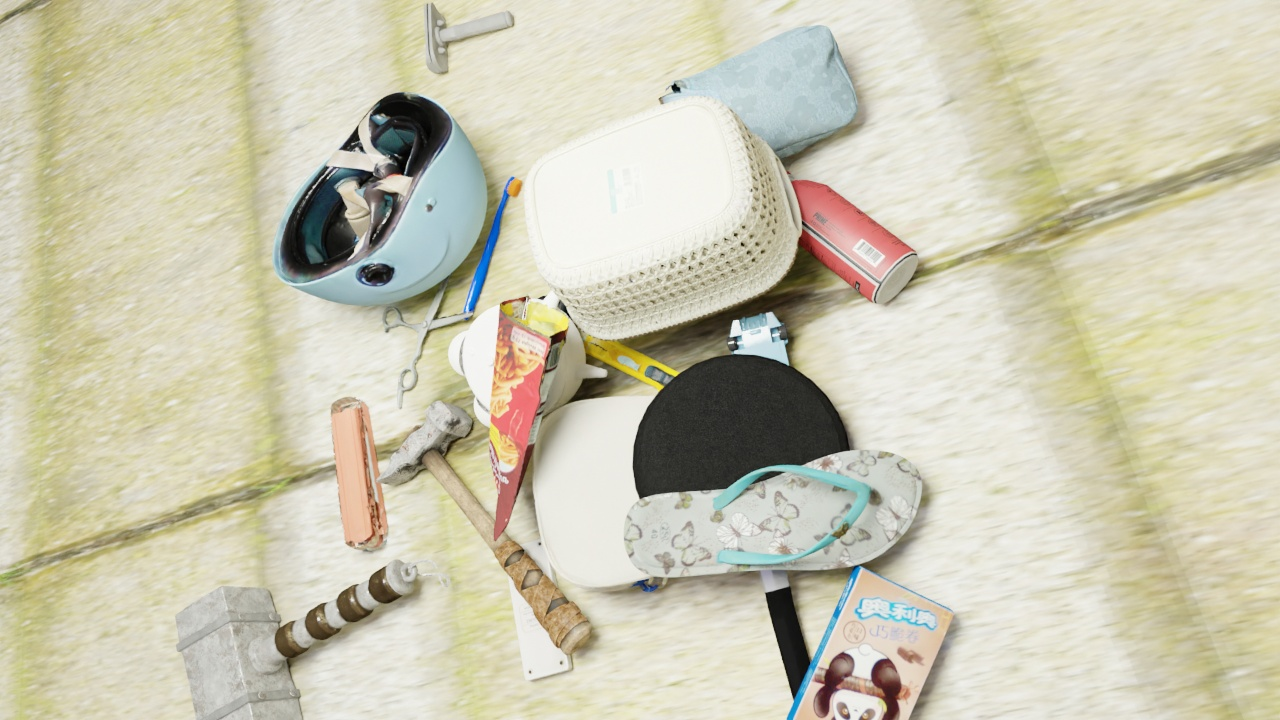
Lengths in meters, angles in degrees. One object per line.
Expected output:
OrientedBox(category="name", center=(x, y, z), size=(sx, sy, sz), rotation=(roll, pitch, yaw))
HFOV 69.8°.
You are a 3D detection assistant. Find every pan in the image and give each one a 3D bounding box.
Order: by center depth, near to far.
OrientedBox(category="pan", center=(0.113, 0.163, 0.835), size=(0.204, 0.044, 0.355), rotation=(-14, 77, -4))

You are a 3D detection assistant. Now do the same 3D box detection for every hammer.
OrientedBox(category="hammer", center=(-0.160, 0.179, 0.964), size=(0.121, 0.049, 0.319), rotation=(-50, 61, 6))
OrientedBox(category="hammer", center=(-0.353, 0.288, 1.002), size=(0.327, 0.079, 0.176), rotation=(-31, 66, 12))

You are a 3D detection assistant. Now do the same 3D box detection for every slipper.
OrientedBox(category="slipper", center=(0.119, 0.140, 0.791), size=(0.269, 0.055, 0.098), rotation=(-11, 80, -2))

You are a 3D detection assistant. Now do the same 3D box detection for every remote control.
OrientedBox(category="remote control", center=(-0.106, 0.255, 0.945), size=(0.050, 0.011, 0.135), rotation=(-21, 67, 16))

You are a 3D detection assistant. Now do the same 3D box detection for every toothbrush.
OrientedBox(category="toothbrush", center=(-0.175, -0.133, 1.082), size=(0.018, 0.016, 0.182), rotation=(14, 81, 20))

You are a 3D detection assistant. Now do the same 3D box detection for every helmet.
OrientedBox(category="helmet", center=(-0.287, -0.161, 1.047), size=(0.266, 0.167, 0.225), rotation=(-34, 47, 9))

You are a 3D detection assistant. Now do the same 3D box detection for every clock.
OrientedBox(category="clock", center=(-0.129, 0.002, 0.968), size=(0.161, 0.072, 0.125), rotation=(-26, 91, 29))

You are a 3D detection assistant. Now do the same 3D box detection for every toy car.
OrientedBox(category="toy car", center=(0.123, 0.009, 0.910), size=(0.060, 0.027, 0.107), rotation=(-13, 86, 13))

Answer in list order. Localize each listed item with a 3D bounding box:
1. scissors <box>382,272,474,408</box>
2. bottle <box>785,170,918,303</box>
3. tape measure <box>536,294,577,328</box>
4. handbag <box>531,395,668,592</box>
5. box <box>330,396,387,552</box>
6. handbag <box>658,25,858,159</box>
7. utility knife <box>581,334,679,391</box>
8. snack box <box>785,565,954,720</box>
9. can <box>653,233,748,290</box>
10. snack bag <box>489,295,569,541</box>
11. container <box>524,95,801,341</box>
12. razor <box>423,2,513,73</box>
OrientedBox(category="scissors", center=(-0.260, -0.026, 1.085), size=(0.142, 0.014, 0.175), rotation=(12, 85, 32))
OrientedBox(category="bottle", center=(0.187, -0.131, 0.904), size=(0.062, 0.062, 0.176), rotation=(-47, 63, 4))
OrientedBox(category="tape measure", center=(-0.100, -0.042, 1.012), size=(0.061, 0.034, 0.061), rotation=(-20, 66, 25))
OrientedBox(category="handbag", center=(-0.001, 0.126, 0.908), size=(0.199, 0.093, 0.200), rotation=(-9, 71, -1))
OrientedBox(category="box", center=(-0.329, 0.128, 1.056), size=(0.059, 0.056, 0.186), rotation=(-40, 58, 43))
OrientedBox(category="handbag", center=(0.117, -0.264, 0.948), size=(0.192, 0.118, 0.122), rotation=(-27, 106, 4))
OrientedBox(category="utility knife", center=(-0.006, 0.006, 0.973), size=(0.151, 0.017, 0.030), rotation=(26, 81, 30))
OrientedBox(category="snack box", center=(0.196, 0.264, 0.789), size=(0.087, 0.034, 0.151), rotation=(25, 85, 5))
OrientedBox(category="can", center=(0.060, -0.105, 0.942), size=(0.090, 0.074, 0.089), rotation=(-6, 73, 21))
OrientedBox(category="snack bag", center=(-0.115, 0.052, 0.884), size=(0.139, 0.066, 0.208), rotation=(-119, 38, -62))
OrientedBox(category="container", center=(0.013, -0.133, 0.848), size=(0.246, 0.143, 0.184), rotation=(-19, 70, 16))
OrientedBox(category="razor", center=(-0.219, -0.423, 1.171), size=(0.116, 0.047, 0.088), rotation=(-10, 71, 12))
